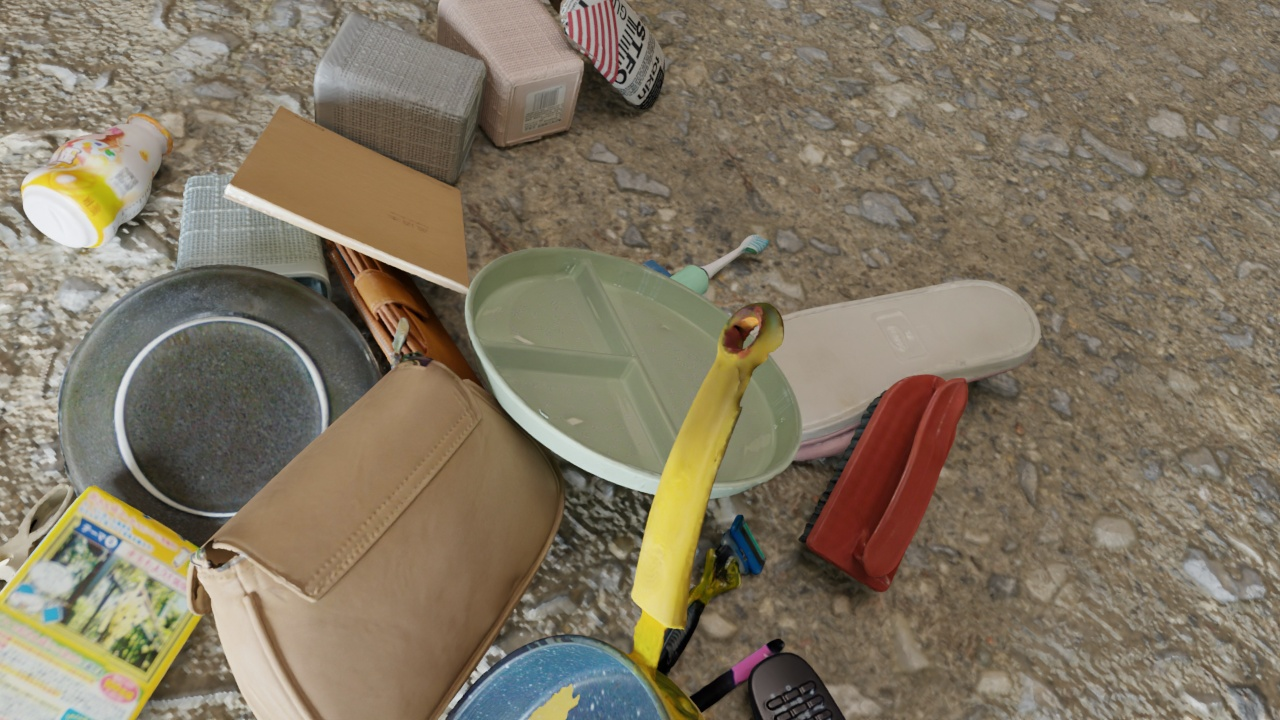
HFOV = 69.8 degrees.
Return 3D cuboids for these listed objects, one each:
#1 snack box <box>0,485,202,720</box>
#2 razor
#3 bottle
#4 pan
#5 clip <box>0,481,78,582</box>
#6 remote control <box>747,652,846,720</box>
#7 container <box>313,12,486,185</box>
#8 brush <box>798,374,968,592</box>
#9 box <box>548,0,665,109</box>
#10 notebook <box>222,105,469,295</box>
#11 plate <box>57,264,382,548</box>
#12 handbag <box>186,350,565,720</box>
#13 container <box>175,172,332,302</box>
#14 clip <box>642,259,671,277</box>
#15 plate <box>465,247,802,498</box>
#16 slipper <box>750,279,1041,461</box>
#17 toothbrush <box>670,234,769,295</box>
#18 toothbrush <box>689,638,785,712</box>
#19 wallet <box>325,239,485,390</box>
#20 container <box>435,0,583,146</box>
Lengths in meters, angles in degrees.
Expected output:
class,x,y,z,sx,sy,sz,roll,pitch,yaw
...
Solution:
class,x,y,z,sx,sy,sz,roll,pitch,yaw
snack box,-0.284,0.144,0.459,0.087,0.034,0.140,40,50,-22
razor,0.031,0.159,0.561,0.142,0.022,0.043,-50,121,-34
bottle,-0.378,-0.130,0.648,0.063,0.063,0.108,20,51,1
pan,-0.014,0.145,0.390,0.078,0.198,0.357,33,85,-35
clip,-0.347,0.113,0.488,0.098,0.035,0.099,-5,55,-17
remote control,0.104,0.233,0.521,0.053,0.024,0.136,-15,60,-26
container,-0.191,-0.206,0.740,0.114,0.090,0.090,16,52,-7
brush,0.166,0.073,0.596,0.063,0.069,0.145,33,75,-11
box,-0.039,-0.292,0.823,0.085,0.162,0.075,22,89,33
notebook,-0.191,-0.115,0.633,0.149,0.012,0.211,22,20,-22
plate,-0.238,0.032,0.527,0.179,0.024,0.179,1,87,-14
handbag,-0.135,0.100,0.490,0.148,0.100,0.203,62,40,-22
container,-0.256,-0.062,0.614,0.090,0.090,0.111,-6,52,-19
clip,0.000,-0.061,0.726,0.024,0.028,0.056,41,46,14
plate,-0.003,0.003,0.585,0.230,0.028,0.229,20,33,-14
slipper,0.173,0.006,0.690,0.274,0.055,0.114,-18,55,-14
toothbrush,0.024,-0.050,0.715,0.027,0.026,0.223,28,48,35
toothbrush,0.016,0.207,0.523,0.188,0.018,0.014,-25,62,-31
wallet,-0.156,-0.026,0.599,0.035,0.119,0.130,-36,67,-3
container,-0.113,-0.255,0.799,0.090,0.090,0.111,-23,66,-28
